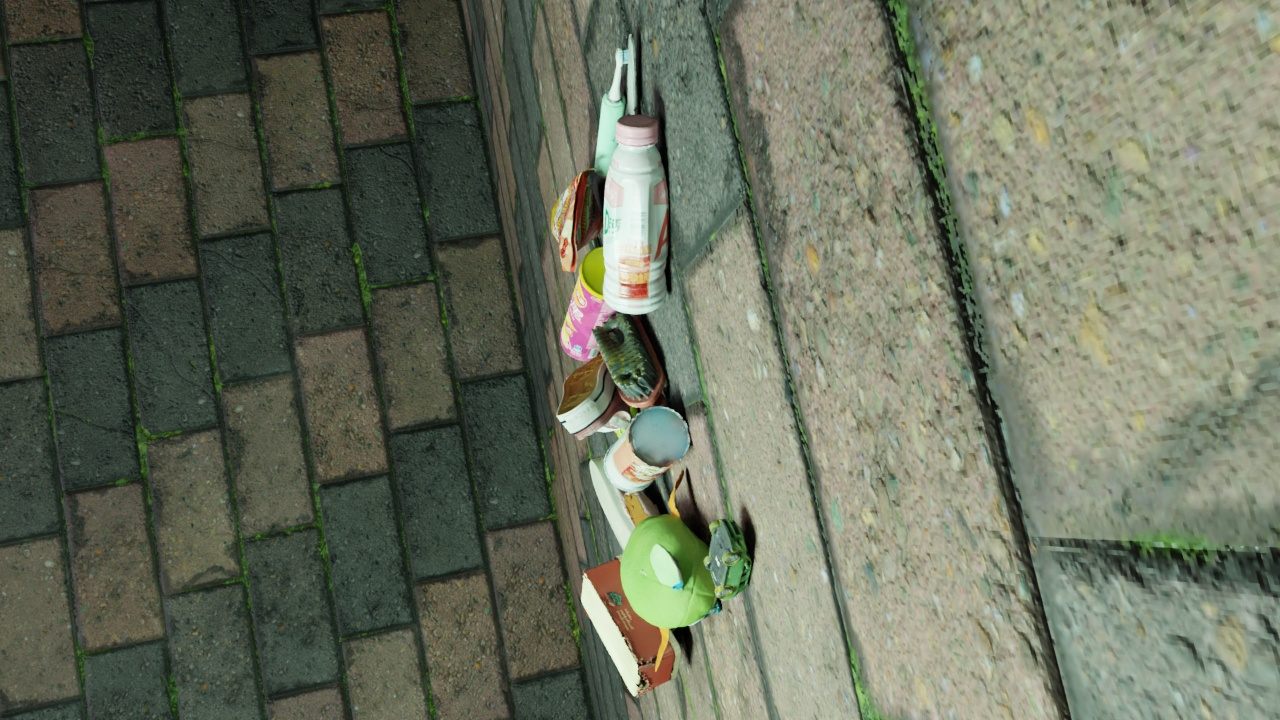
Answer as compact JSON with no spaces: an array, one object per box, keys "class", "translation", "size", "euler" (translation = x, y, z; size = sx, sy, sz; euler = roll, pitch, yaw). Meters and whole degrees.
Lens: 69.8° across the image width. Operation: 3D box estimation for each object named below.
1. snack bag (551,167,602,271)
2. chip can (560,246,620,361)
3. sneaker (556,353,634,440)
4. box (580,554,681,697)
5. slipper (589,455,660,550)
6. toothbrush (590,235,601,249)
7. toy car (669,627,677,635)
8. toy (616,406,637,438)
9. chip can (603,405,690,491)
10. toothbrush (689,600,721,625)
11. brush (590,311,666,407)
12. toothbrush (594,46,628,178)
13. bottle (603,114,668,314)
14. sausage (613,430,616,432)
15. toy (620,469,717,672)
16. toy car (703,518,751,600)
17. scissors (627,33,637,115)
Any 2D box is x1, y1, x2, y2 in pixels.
[{"class":"snack bag","translation":[-0.082,-0.181,1.183],"size":[0.208,0.073,0.128],"euler":[-117,40,-81]},{"class":"chip can","translation":[-0.059,-0.069,1.195],"size":[0.211,0.071,0.071],"euler":[120,139,-66]},{"class":"sneaker","translation":[-0.043,0.050,1.166],"size":[0.088,0.118,0.240],"euler":[54,-164,-13]},{"class":"box","translation":[-0.023,0.355,1.220],"size":[0.168,0.079,0.091],"euler":[53,149,39]},{"class":"slipper","translation":[0.002,0.229,1.239],"size":[0.274,0.054,0.114],"euler":[-126,22,-45]},{"class":"toothbrush","translation":[-0.047,-0.108,1.296],"size":[0.018,0.015,0.181],"euler":[113,145,-60]},{"class":"toy car","translation":[0.021,0.358,1.310],"size":[0.158,0.042,0.070],"euler":[-109,14,-48]},{"class":"toy","translation":[-0.021,0.066,1.278],"size":[0.096,0.031,0.100],"euler":[-120,27,-59]},{"class":"chip can","translation":[0.004,0.108,1.086],"size":[0.215,0.071,0.071],"euler":[120,138,-73]},{"class":"toothbrush","translation":[0.067,0.298,1.074],"size":[0.192,0.018,0.016],"euler":[112,147,-68]},{"class":"brush","translation":[-0.006,0.006,1.097],"size":[0.069,0.063,0.145],"euler":[49,-170,-40]},{"class":"toothbrush","translation":[-0.032,-0.277,1.039],"size":[0.225,0.027,0.026],"euler":[107,147,-67]},{"class":"bottle","translation":[-0.005,-0.146,0.924],"size":[0.068,0.068,0.197],"euler":[-116,22,-55]},{"class":"sausage","translation":[-0.034,0.065,1.371],"size":[0.156,0.020,0.020],"euler":[94,162,-52]},{"class":"toy","translation":[0.027,0.236,1.040],"size":[0.247,0.090,0.227],"euler":[176,97,-76]},{"class":"toy car","translation":[0.082,0.183,0.847],"size":[0.043,0.036,0.091],"euler":[-109,13,-44]},{"class":"scissors","translation":[-0.015,-0.246,0.992],"size":[0.136,0.021,0.235],"euler":[-122,24,-64]}]
